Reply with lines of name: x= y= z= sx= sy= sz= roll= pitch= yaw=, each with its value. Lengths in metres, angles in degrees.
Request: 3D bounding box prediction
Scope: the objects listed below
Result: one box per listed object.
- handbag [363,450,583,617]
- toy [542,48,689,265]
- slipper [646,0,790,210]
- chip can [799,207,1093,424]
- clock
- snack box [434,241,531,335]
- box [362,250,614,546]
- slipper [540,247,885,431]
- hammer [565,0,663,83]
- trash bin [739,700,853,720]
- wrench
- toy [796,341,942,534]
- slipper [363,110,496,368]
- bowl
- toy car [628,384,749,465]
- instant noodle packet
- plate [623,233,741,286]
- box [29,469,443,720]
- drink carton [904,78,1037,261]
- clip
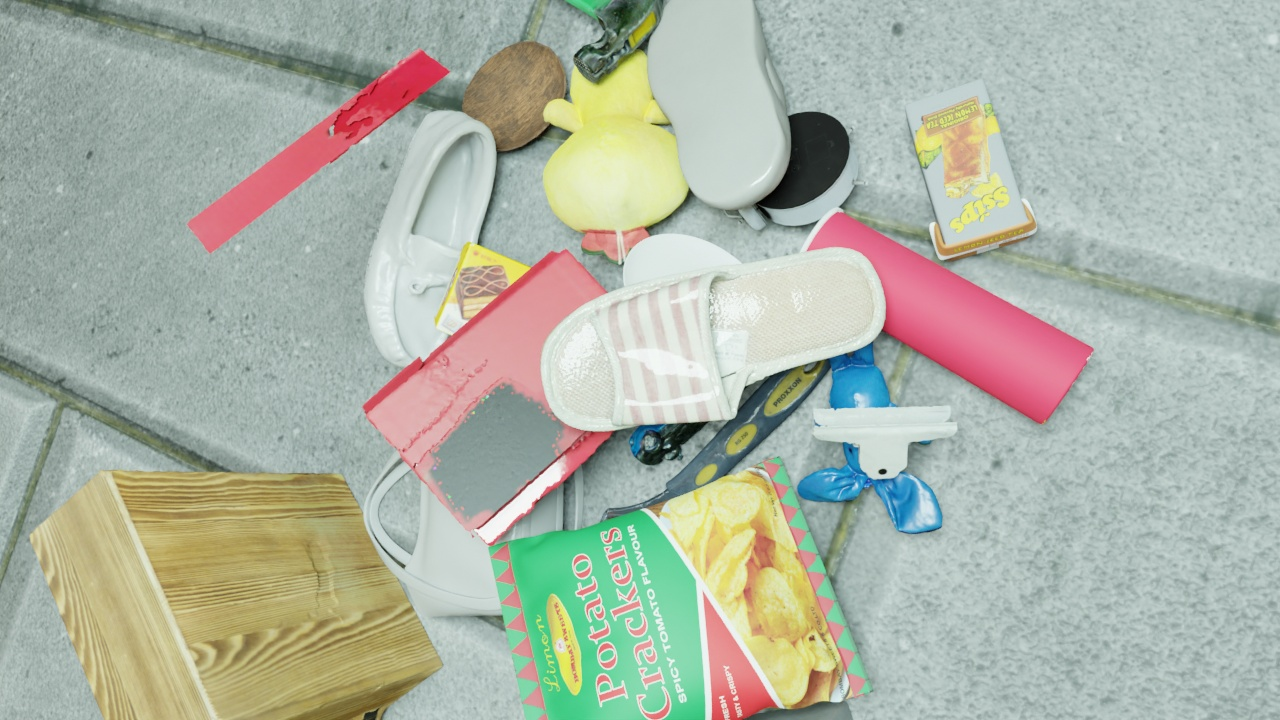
handbag: x=-0.171 y=0.129 z=0.854 sx=0.223 sy=0.095 sz=0.215 roll=-4 pitch=80 yaw=32
toy: x=-0.024 y=-0.191 z=0.820 sx=0.134 sy=0.092 sz=0.207 roll=-6 pitch=60 yaw=9
slipper: x=0.079 y=-0.218 z=0.780 sx=0.113 sy=0.080 sz=0.265 roll=-31 pitch=49 yaw=25
chip can: x=0.230 y=-0.037 z=0.714 sx=0.220 sy=0.069 sz=0.069 roll=34 pitch=95 yaw=21
clock: x=0.124 y=-0.156 z=0.774 sx=0.123 sy=0.035 sz=0.094 roll=-19 pitch=57 yaw=24
snack box: x=-0.121 y=-0.049 z=0.825 sx=0.105 sy=0.061 sz=0.083 roll=22 pitch=92 yaw=-16
box: x=-0.103 y=0.033 z=0.789 sx=0.213 sy=0.153 sz=0.165 roll=-42 pitch=85 yaw=-14
slipper: x=0.054 y=-0.015 z=0.671 sx=0.263 sy=0.052 sz=0.115 roll=-16 pitch=92 yaw=0
hammer: x=-0.104 y=-0.382 z=0.882 sx=0.319 sy=0.032 sz=0.130 roll=39 pitch=82 yaw=28
trash bin: x=0.121 y=0.387 z=0.675 sx=0.115 sy=0.114 sz=0.228 roll=-18 pitch=77 yaw=17
wrench: x=0.062 y=0.085 z=0.778 sx=0.073 sy=0.022 sz=0.273 roll=43 pitch=97 yaw=-8
toy: x=0.169 y=0.051 z=0.728 sx=0.113 sy=0.071 sz=0.176 roll=-11 pitch=89 yaw=21
slipper: x=-0.190 y=-0.110 z=0.864 sx=0.075 sy=0.112 sz=0.247 roll=23 pitch=98 yaw=58
bowl: x=-0.118 y=-0.253 z=0.894 sx=0.114 sy=0.026 sz=0.102 roll=-35 pitch=72 yaw=14
toy car: x=0.039 y=0.042 z=0.786 sx=0.120 sy=0.056 sz=0.043 roll=-44 pitch=65 yaw=7
instant noodle packet: x=0.023 y=0.198 z=0.713 sx=0.252 sy=0.090 sz=0.195 roll=-17 pitch=62 yaw=-3
plate: x=0.047 y=-0.052 z=0.767 sx=0.134 sy=0.134 sz=0.011 roll=53 pitch=140 yaw=18
box: x=-0.395 y=0.304 z=0.795 sx=0.335 sy=0.279 sz=0.286 roll=-40 pitch=72 yaw=10
drink carton: x=0.258 y=-0.148 z=0.728 sx=0.076 sy=0.048 sz=0.124 roll=-16 pitch=78 yaw=18
clip: x=0.179 y=0.057 z=0.678 sx=0.102 sy=0.058 sz=0.052 roll=-2 pitch=67 yaw=11
